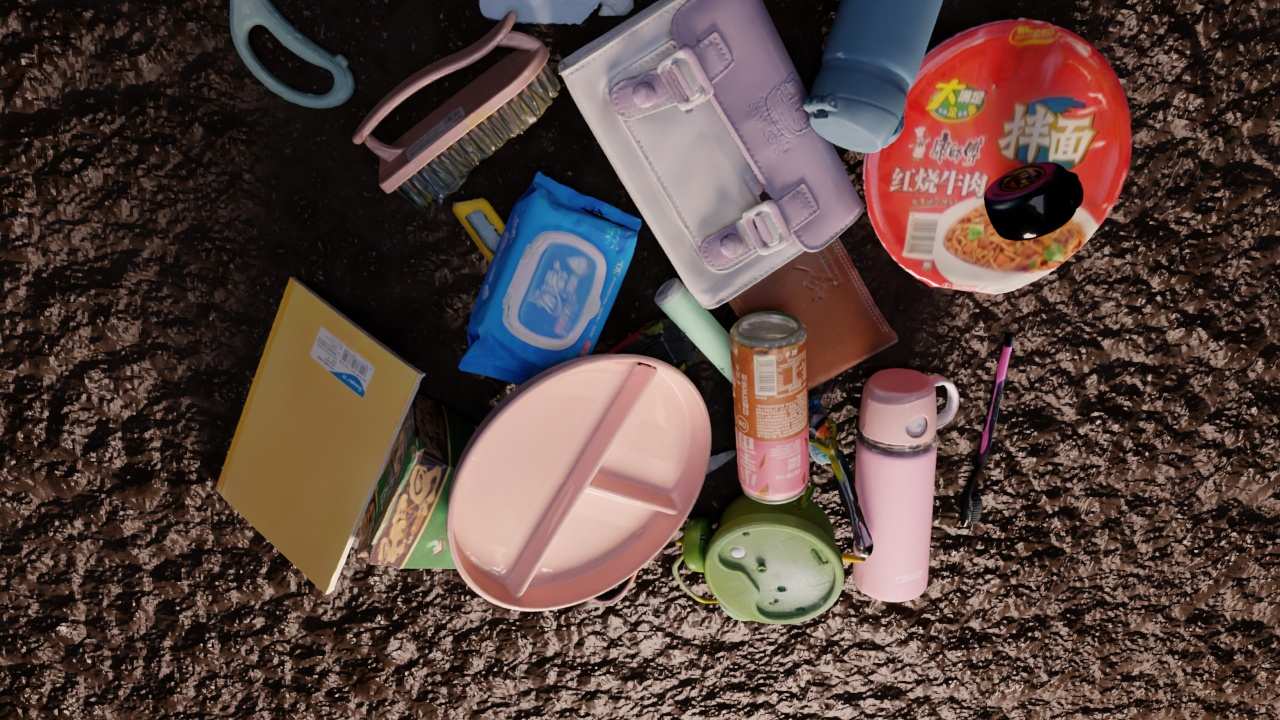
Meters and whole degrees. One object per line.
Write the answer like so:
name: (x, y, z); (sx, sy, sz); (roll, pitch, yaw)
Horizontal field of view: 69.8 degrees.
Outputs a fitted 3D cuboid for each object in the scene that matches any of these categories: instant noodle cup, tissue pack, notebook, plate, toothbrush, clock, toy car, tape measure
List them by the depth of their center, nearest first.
tape measure: (0.267, -0.107, 0.627); (0.058, 0.057, 0.039); (-31, 113, 0)
instant noodle cup: (0.250, -0.149, 0.674); (0.194, 0.065, 0.194); (-2, 112, -4)
tissue pack: (-0.067, -0.050, 0.683); (0.095, 0.052, 0.157); (21, 98, -21)
notebook: (-0.255, 0.059, 0.711); (0.146, 0.010, 0.207); (34, 110, 21)
plate: (-0.045, 0.094, 0.713); (0.229, 0.028, 0.230); (-17, 125, -26)
toy car: (-0.004, 0.004, 0.738); (0.106, 0.031, 0.049); (-34, 113, -5)
toothbrush: (0.090, 0.017, 0.751); (0.224, 0.027, 0.026); (46, 61, -25)
clock: (0.101, 0.173, 0.795); (0.162, 0.056, 0.116); (-26, 112, 25)
toothbrush: (0.304, 0.064, 0.798); (0.017, 0.014, 0.189); (-2, 113, -15)

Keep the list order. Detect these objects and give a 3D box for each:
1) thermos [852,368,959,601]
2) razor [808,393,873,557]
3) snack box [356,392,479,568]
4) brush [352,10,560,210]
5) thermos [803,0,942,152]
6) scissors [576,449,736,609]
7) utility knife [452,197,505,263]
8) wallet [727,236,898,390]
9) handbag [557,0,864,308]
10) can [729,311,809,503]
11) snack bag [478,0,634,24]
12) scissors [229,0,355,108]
thermos: (0.225, 0.104, 0.784); (0.087, 0.067, 0.199); (-10, 113, -16)
razor: (0.166, 0.098, 0.762); (0.022, 0.042, 0.143); (-18, 96, 46)
snack box: (-0.156, 0.100, 0.733); (0.105, 0.118, 0.118); (19, 111, -26)
brush: (-0.124, -0.173, 0.634); (0.146, 0.063, 0.073); (-35, 124, 11)
thermos: (0.168, -0.247, 0.593); (0.070, 0.070, 0.220); (17, 94, -12)
scissors: (-0.018, 0.128, 0.799); (0.222, 0.015, 0.189); (-16, 113, 3)
utility knife: (-0.094, -0.061, 0.711); (0.033, 0.015, 0.154); (-32, 112, 6)
wallet: (0.136, -0.039, 0.732); (0.101, 0.032, 0.124); (-33, 112, 7)
handbag: (0.053, -0.155, 0.644); (0.145, 0.098, 0.197); (-33, 112, 3)
can: (0.102, 0.038, 0.714); (0.058, 0.057, 0.147); (-7, 119, -1)
snack bag: (-0.050, -0.318, 0.594); (0.110, 0.039, 0.191); (-3, 115, -15)
scissors: (-0.230, -0.267, 0.612); (0.179, 0.019, 0.173); (-35, 110, 11)
